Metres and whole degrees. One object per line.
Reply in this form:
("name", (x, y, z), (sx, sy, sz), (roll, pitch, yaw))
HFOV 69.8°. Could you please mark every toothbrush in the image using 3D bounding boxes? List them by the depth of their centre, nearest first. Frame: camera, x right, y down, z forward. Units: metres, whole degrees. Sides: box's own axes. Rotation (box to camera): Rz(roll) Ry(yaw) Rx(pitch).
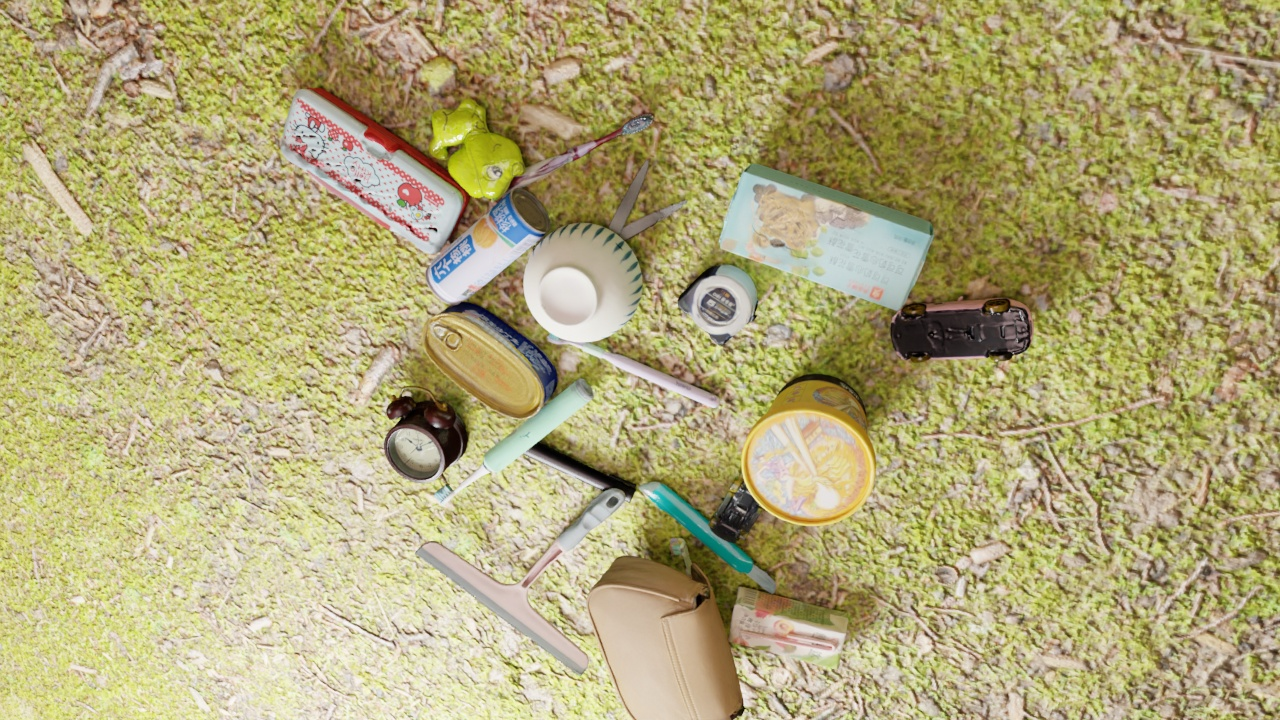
("toothbrush", (-0.070, -0.193, 0.875), (0.188, 0.017, 0.016), (-19, 105, 23))
("toothbrush", (-0.006, 0.005, 0.939), (0.189, 0.029, 0.021), (24, 157, 5))
("toothbrush", (-0.139, 0.093, 0.992), (0.225, 0.026, 0.027), (-38, 94, 17))
("toothbrush", (0.066, 0.284, 1.033), (0.020, 0.029, 0.190), (-23, 110, -18))

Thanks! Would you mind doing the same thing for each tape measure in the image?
("tape measure", (0.078, -0.057, 0.878), (0.066, 0.033, 0.066), (45, 119, -7))

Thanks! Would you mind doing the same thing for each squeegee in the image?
("squeegee", (-0.090, 0.214, 1.038), (0.247, 0.040, 0.250), (39, 119, -6))

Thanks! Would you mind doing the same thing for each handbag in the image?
("handbag", (0.031, 0.306, 0.997), (0.148, 0.099, 0.204), (-3, 114, 32))

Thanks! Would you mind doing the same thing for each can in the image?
("can", (-0.154, -0.111, 0.915), (0.135, 0.053, 0.053), (-35, 99, 26))
("can", (-0.157, -0.002, 0.964), (0.148, 0.049, 0.075), (36, 117, 0))

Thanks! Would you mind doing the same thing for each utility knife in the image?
("utility knife", (0.075, 0.190, 0.993), (0.187, 0.013, 0.029), (41, 120, 0))

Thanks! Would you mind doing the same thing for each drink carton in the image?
("drink carton", (0.159, 0.289, 0.991), (0.122, 0.045, 0.054), (12, 114, 11))

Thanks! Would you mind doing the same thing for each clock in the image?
("clock", (-0.241, 0.081, 1.021), (0.082, 0.055, 0.122), (8, 117, 14))

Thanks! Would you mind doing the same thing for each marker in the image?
("marker", (-0.067, 0.120, 1.004), (0.132, 0.020, 0.022), (24, 103, 6))

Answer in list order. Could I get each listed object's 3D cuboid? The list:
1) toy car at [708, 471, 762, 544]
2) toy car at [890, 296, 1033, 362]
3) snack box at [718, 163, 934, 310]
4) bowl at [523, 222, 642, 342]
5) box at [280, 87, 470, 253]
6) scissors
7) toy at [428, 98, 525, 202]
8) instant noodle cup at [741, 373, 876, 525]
("toy car", (0.106, 0.150, 0.954), (0.043, 0.036, 0.091), (28, 116, 3))
("toy car", (0.288, -0.028, 0.825), (0.123, 0.037, 0.056), (-2, 109, 31))
("snack box", (0.164, -0.111, 0.818), (0.175, 0.051, 0.074), (21, 115, 8))
("bowl", (-0.061, -0.069, 0.881), (0.116, 0.066, 0.116), (5, 111, 13))
("box", (-0.270, -0.189, 0.923), (0.201, 0.046, 0.087), (34, 118, 1))
("scissors", (-0.034, -0.114, 0.902), (0.159, 0.014, 0.178), (7, 112, 12))
("toy", (-0.161, -0.201, 0.889), (0.097, 0.031, 0.100), (-11, 98, 22))
("instant noodle cup", (0.162, 0.076, 0.862), (0.118, 0.114, 0.119), (6, 113, 14))
